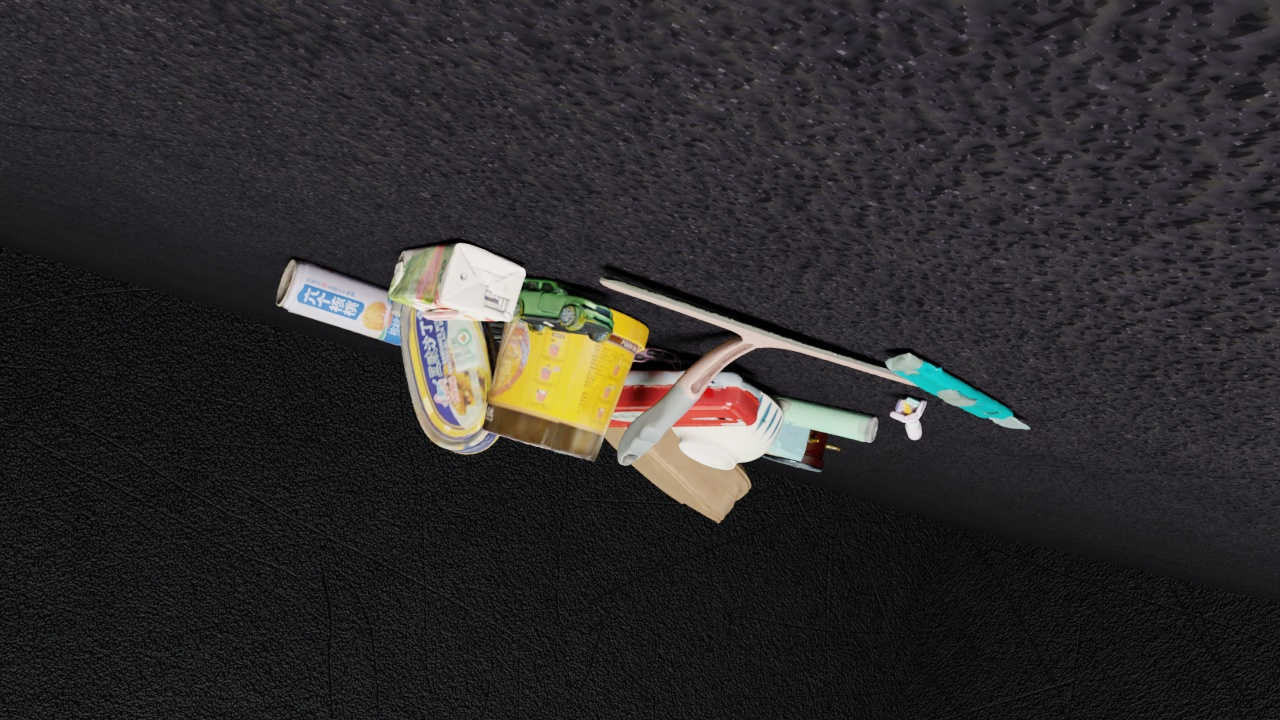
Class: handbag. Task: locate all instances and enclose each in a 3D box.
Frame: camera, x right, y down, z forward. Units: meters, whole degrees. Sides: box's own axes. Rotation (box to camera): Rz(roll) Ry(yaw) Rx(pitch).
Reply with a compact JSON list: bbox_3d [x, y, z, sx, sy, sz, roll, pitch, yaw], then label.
[{"bbox_3d":[0.032,0.088,1.035,0.204,0.099,0.148,44,170,-5],"label":"handbag"}]

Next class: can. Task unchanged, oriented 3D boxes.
[{"bbox_3d":[-0.158,0.005,0.773,0.074,0.148,0.049,-13,172,0],"label":"can"},{"bbox_3d":[-0.297,-0.058,0.939,0.134,0.053,0.053,20,173,-32],"label":"can"}]

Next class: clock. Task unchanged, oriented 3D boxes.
[{"bbox_3d":[0.181,0.101,1.144,0.122,0.055,0.082,11,173,42],"label":"clock"}]

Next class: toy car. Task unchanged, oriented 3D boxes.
[{"bbox_3d":[-0.059,-0.036,0.640,0.091,0.036,0.043,13,172,31],"label":"toy car"},{"bbox_3d":[-0.005,0.005,0.869,0.056,0.037,0.123,11,164,-23],"label":"toy car"}]

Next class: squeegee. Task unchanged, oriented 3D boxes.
[{"bbox_3d":[0.039,0.022,0.675,0.247,0.040,0.250,16,148,-20],"label":"squeegee"}]

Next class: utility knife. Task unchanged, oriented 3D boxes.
[{"bbox_3d":[0.212,0.024,0.601,0.029,0.013,0.186,-7,159,45],"label":"utility knife"}]

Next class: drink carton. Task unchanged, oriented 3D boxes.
[{"bbox_3d":[-0.131,-0.051,0.639,0.053,0.045,0.123,18,174,-31],"label":"drink carton"}]

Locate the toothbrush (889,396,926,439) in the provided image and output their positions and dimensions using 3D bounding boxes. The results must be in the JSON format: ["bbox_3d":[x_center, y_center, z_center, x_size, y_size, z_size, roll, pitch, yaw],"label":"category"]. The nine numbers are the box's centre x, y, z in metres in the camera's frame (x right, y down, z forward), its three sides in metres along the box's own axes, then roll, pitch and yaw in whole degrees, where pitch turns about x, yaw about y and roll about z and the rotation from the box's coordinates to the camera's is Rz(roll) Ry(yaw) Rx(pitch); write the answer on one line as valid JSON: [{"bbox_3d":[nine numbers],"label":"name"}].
[{"bbox_3d":[0.232,0.053,0.784,0.029,0.021,0.189,-20,165,14],"label":"toothbrush"}]

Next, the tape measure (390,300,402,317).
[{"bbox_3d":[-0.202,-0.050,0.870,0.066,0.033,0.066,20,171,-35],"label":"tape measure"}]

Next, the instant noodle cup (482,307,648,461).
[{"bbox_3d":[-0.064,0.013,0.725,0.118,0.114,0.118,15,174,1],"label":"instant noodle cup"}]

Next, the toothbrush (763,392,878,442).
[{"bbox_3d":[0.130,0.046,0.929,0.225,0.026,0.027,12,157,31],"label":"toothbrush"}]

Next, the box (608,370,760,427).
[{"bbox_3d":[0.005,0.031,0.834,0.201,0.046,0.086,-2,162,23],"label":"box"}]

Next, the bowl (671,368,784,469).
[{"bbox_3d":[0.076,0.065,0.902,0.116,0.066,0.117,22,159,9],"label":"bowl"}]

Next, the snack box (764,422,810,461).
[{"bbox_3d":[0.112,0.076,1.104,0.074,0.051,0.175,22,171,-42],"label":"snack box"}]

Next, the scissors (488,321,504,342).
[{"bbox_3d":[-0.117,-0.019,0.885,0.177,0.014,0.159,-3,-165,-16],"label":"scissors"}]
